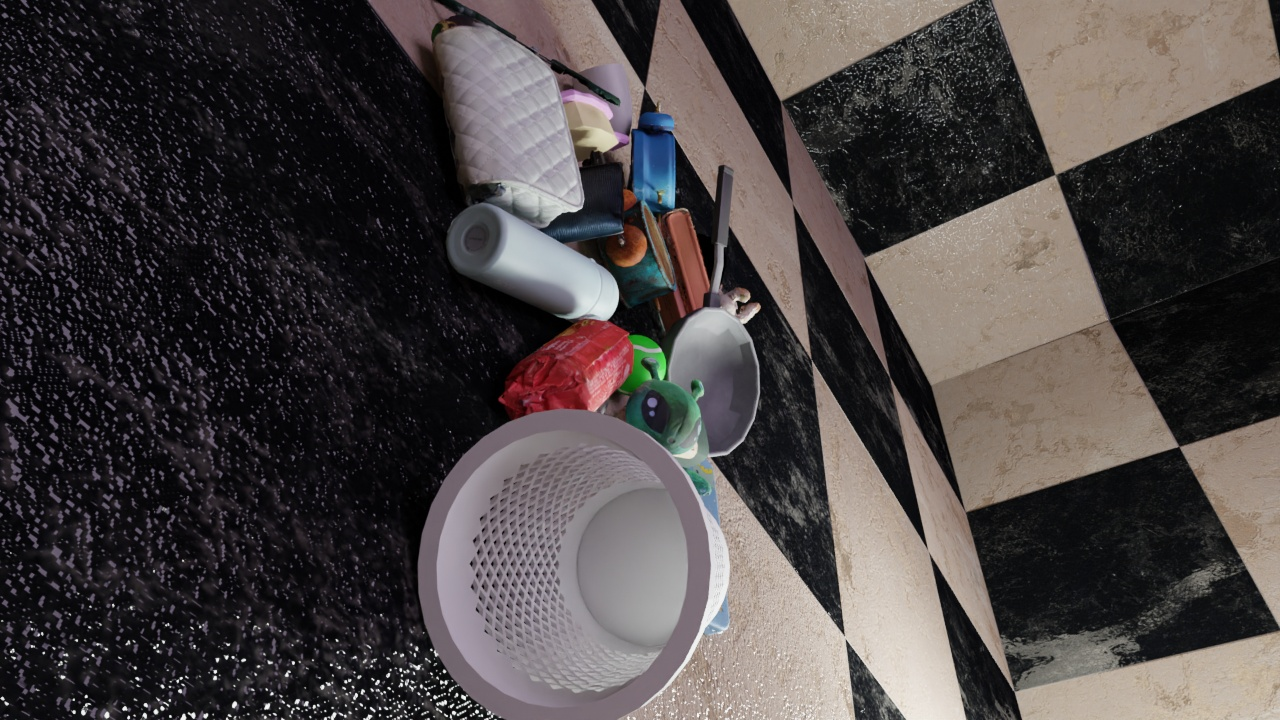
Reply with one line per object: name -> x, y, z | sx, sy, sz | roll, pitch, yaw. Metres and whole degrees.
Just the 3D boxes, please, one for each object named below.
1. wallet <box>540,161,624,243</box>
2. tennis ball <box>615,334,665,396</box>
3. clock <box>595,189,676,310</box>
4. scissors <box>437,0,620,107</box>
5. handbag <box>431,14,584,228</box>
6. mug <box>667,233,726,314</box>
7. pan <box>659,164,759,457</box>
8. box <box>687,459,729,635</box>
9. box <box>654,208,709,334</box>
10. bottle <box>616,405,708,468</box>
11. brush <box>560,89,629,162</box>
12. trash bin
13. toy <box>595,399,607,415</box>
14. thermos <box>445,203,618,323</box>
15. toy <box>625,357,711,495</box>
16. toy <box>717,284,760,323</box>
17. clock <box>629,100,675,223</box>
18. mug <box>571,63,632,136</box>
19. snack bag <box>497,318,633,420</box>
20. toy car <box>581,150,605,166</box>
wallet -> -0.060, -0.171, 0.982 | 0.026, 0.089, 0.114 | 73, 11, -47
tennis ball -> -0.006, 0.006, 0.969 | 0.065, 0.065, 0.065 | 49, 28, -38
clock -> -0.017, -0.132, 1.063 | 0.158, 0.073, 0.121 | 57, 17, -54
scissors -> -0.121, -0.338, 0.998 | 0.202, 0.015, 0.201 | 39, 16, 34
handbag -> -0.136, -0.226, 0.897 | 0.138, 0.073, 0.194 | 15, 55, -52
mug -> 0.065, -0.120, 1.222 | 0.104, 0.084, 0.112 | -73, 157, -48
pan -> 0.084, -0.062, 1.109 | 0.178, 0.041, 0.357 | 15, 78, -47
box -> 0.066, 0.189, 0.994 | 0.066, 0.037, 0.209 | 42, 32, -42
box -> 0.048, -0.095, 1.157 | 0.048, 0.085, 0.187 | -161, -124, -84
bottle -> 0.016, 0.073, 0.957 | 0.131, 0.061, 0.061 | 29, 45, -57
brush -> -0.062, -0.262, 1.078 | 0.228, 0.089, 0.043 | -6, 79, -69
trash bin -> -0.022, 0.147, 0.660 | 0.199, 0.196, 0.195 | 35, 37, -68
toy -> -0.047, 0.070, 0.859 | 0.111, 0.030, 0.049 | -67, 158, -65
thermos -> -0.092, -0.082, 0.859 | 0.206, 0.065, 0.078 | 23, 47, -60
toy -> 0.008, 0.087, 0.869 | 0.130, 0.073, 0.193 | 33, 64, -27
toy -> 0.123, -0.059, 1.324 | 0.074, 0.085, 0.105 | 86, 19, -56
clock -> 0.016, -0.265, 1.218 | 0.117, 0.060, 0.161 | 85, 6, -78
mug -> -0.048, -0.336, 1.228 | 0.107, 0.071, 0.089 | -160, -124, -82
snack bag -> -0.058, 0.012, 0.820 | 0.082, 0.082, 0.176 | 63, 21, -8
toy car -> -0.048, -0.206, 1.085 | 0.092, 0.037, 0.040 | 95, -16, -61
